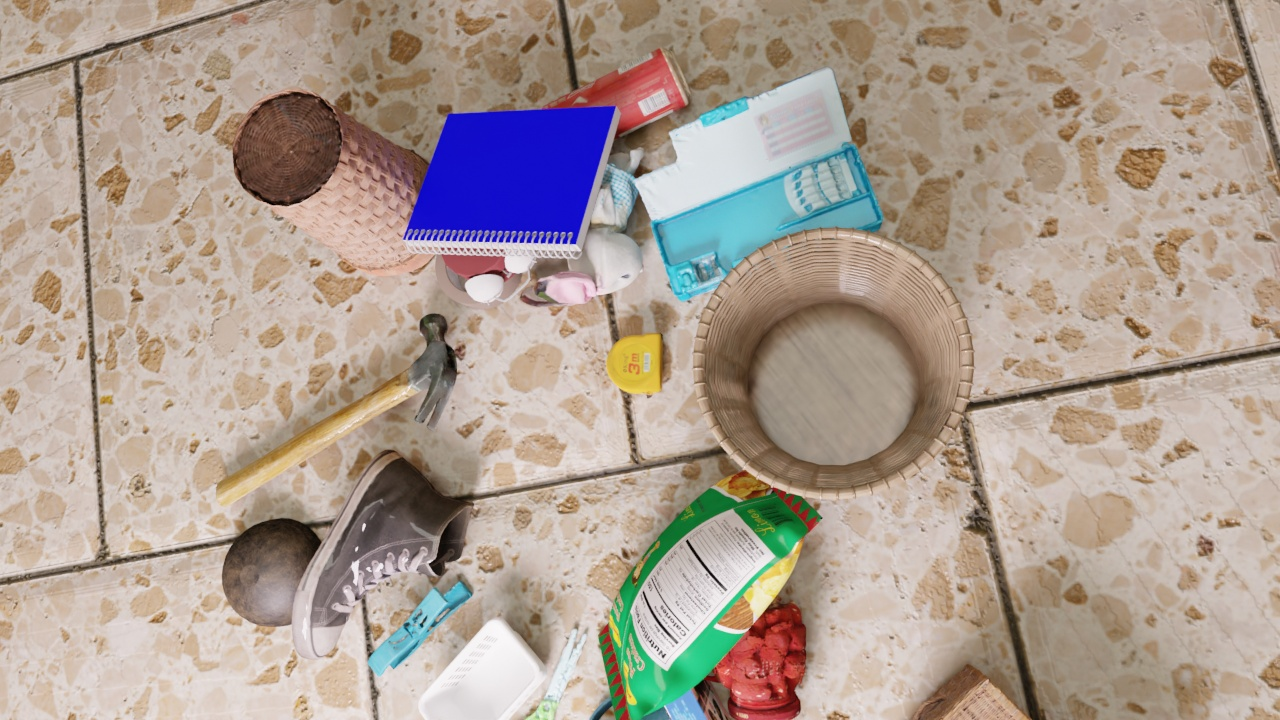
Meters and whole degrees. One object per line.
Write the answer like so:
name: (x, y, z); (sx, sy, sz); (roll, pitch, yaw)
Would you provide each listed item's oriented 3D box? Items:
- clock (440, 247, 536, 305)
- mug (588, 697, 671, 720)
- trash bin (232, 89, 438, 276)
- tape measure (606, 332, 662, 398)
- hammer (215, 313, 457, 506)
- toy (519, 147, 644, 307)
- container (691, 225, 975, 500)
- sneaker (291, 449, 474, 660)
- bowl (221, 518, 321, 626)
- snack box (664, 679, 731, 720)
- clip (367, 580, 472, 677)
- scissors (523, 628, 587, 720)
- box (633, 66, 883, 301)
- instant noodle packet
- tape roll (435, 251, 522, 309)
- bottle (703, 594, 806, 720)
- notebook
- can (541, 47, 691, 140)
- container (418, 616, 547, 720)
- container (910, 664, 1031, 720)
clock: (-0.162, -0.115, 0.979); (0.087, 0.044, 0.124); (-41, 66, 5)
mug: (-0.005, 0.379, 0.900); (0.104, 0.084, 0.112); (-36, 47, 0)
trash bin: (-0.311, -0.185, 0.979); (0.151, 0.210, 0.151); (-2, 82, 12)
tape measure: (-0.006, 0.006, 0.973); (0.059, 0.030, 0.068); (-2, 79, 13)
hammer: (-0.344, 0.077, 1.027); (0.331, 0.033, 0.132); (-30, 52, 12)
toy: (-0.038, -0.135, 0.984); (0.105, 0.131, 0.205); (28, 79, -16)
container: (0.175, 0.015, 0.844); (0.227, 0.196, 0.226); (-2, 81, 13)
sneaker: (-0.275, 0.226, 0.976); (0.120, 0.095, 0.234); (27, 81, 15)
bowl: (-0.417, 0.237, 1.021); (0.121, 0.056, 0.121); (-2, 81, 13)
snack box: (0.067, 0.358, 0.875); (0.033, 0.088, 0.154); (-32, 77, 7)
clip: (-0.240, 0.283, 0.957); (0.028, 0.113, 0.127); (47, 107, 18)
scissors: (-0.099, 0.357, 0.952); (0.072, 0.033, 0.175); (21, 83, 18)
box: (0.116, -0.179, 0.951); (0.227, 0.074, 0.181); (-20, 101, 9)
instant noodle packet: (0.053, 0.208, 0.856); (0.090, 0.195, 0.253); (41, 92, -13)
tape roll: (-0.181, -0.106, 1.030); (0.094, 0.030, 0.093); (-2, 81, 13)
bottle: (0.108, 0.281, 0.880); (0.099, 0.099, 0.111); (-3, 91, 12)
notebook: (-0.136, -0.185, 0.952); (0.209, 0.022, 0.171); (5, 69, 25)
can: (-0.031, -0.276, 1.001); (0.170, 0.067, 0.067); (-24, 77, 8)
container: (-0.156, 0.336, 0.944); (0.129, 0.049, 0.081); (-48, 65, 2)
container: (0.324, 0.374, 0.800); (0.114, 0.112, 0.198); (-46, 75, 3)
